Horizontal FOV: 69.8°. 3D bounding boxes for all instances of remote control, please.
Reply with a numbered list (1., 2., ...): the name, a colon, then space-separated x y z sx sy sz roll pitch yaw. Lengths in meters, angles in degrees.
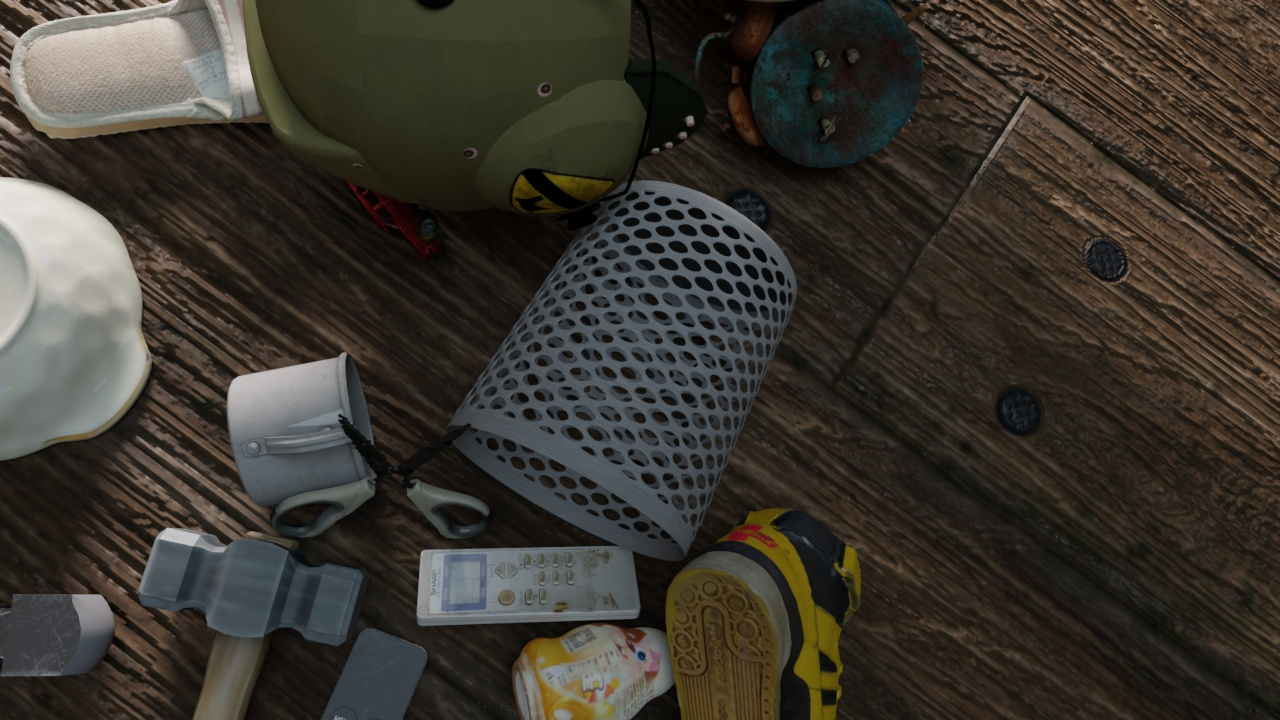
1. remote control: -0.176 0.237 0.548 0.045 0.008 0.146 23 74 -4
2. remote control: -0.070 0.140 0.576 0.135 0.011 0.050 1 41 -10

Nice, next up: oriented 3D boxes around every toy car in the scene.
1. toy car: -0.165 -0.105 0.617 0.036 0.042 0.091 -43 86 -10

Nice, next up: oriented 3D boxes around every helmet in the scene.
1. helmet: -0.103 -0.193 0.526 0.232 0.256 0.250 -6 75 -18

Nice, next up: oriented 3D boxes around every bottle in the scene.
1. bottle: -0.021 0.191 0.558 0.109 0.063 0.063 -8 78 -20

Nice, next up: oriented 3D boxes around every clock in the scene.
1. clock: 0.117 -0.200 0.645 0.157 0.121 0.073 -2 40 -1

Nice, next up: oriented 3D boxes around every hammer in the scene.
1. hammer: -0.355 0.120 0.382 0.156 0.323 0.043 3 76 -9
2. hammer: -0.253 0.258 0.512 0.117 0.051 0.322 14 77 -6

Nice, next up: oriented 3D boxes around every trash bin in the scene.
1. trash bin: -0.003 0.003 0.562 0.156 0.157 0.183 29 71 -2

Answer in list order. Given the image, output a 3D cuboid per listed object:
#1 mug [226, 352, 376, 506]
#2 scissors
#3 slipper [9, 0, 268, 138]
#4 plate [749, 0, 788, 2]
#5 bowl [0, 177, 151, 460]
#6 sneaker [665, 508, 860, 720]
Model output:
1. mug: -0.198 0.043 0.539 0.070 0.113 0.084 -11 94 -10
2. scissors: -0.147 0.075 0.528 0.158 0.170 0.012 -18 55 12
3. slipper: -0.282 -0.205 0.617 0.262 0.052 0.115 -11 77 -12
4. plate: 0.118 -0.293 0.655 0.186 0.016 0.187 -20 38 -15
5. bowl: -0.409 -0.033 0.548 0.219 0.060 0.188 30 74 -2
6. sneaker: 0.089 0.202 0.567 0.121 0.086 0.239 -36 118 -53
